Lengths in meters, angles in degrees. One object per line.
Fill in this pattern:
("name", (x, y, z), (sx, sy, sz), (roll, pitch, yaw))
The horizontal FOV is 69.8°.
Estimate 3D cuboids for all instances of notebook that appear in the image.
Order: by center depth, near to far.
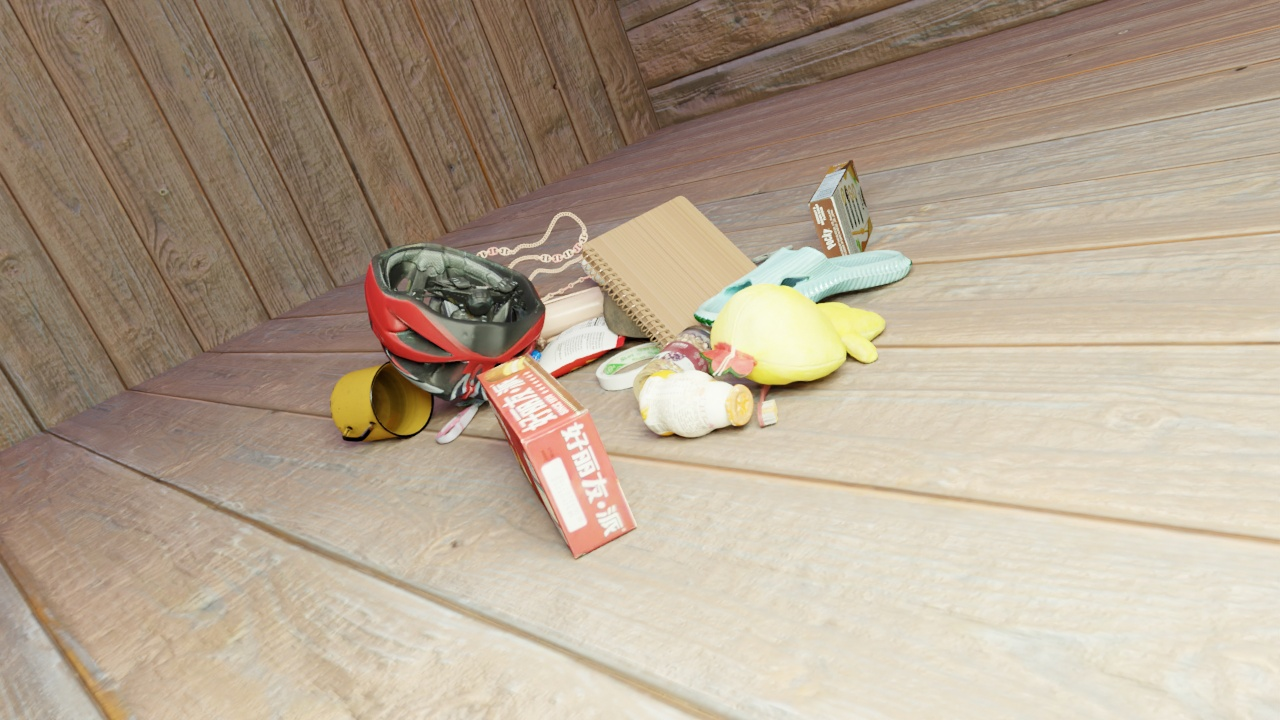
("notebook", (0.048, -0.097, 1.099), (0.168, 0.022, 0.210), (-30, 62, -22))

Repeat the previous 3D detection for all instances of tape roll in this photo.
("tape roll", (-0.006, 0.006, 1.088), (0.094, 0.018, 0.093), (-20, 17, 6))

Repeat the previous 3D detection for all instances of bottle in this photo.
("bottle", (0.052, 0.040, 0.853), (0.109, 0.063, 0.062), (-1, 27, 43))
("bottle", (0.041, 0.010, 0.959), (0.056, 0.056, 0.105), (-8, 23, 37))

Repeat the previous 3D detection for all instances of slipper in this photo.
("slipper", (0.180, -0.096, 1.028), (0.275, 0.069, 0.116), (-17, 13, -19))

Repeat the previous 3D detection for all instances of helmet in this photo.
("helmet", (-0.240, -0.061, 1.166), (0.217, 0.167, 0.272), (2, 30, -30))

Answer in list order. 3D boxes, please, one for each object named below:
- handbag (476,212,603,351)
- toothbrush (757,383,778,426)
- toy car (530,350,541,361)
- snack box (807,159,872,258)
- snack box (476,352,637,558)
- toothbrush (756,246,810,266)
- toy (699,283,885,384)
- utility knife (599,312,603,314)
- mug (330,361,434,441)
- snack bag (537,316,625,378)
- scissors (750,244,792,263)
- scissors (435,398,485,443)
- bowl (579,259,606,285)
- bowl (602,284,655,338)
("handbag", (-0.153, -0.109, 1.306), (0.198, 0.187, 0.116), (-18, 0, -2))
("toothbrush", (0.126, 0.021, 0.899), (0.016, 0.015, 0.184), (-14, 18, 14))
("toy car", (-0.172, -0.004, 1.219), (0.033, 0.062, 0.092), (-60, 11, -22))
("snack box", (0.264, -0.188, 1.197), (0.032, 0.101, 0.185), (-13, 20, 26))
("snack box", (-0.082, 0.075, 0.822), (0.060, 0.113, 0.236), (-26, 18, -12))
("toothbrush", (0.163, -0.128, 1.291), (0.168, 0.013, 0.012), (-17, 18, 22))
("toy", (0.149, -0.027, 0.881), (0.207, 0.092, 0.134), (-5, 17, -41))
("utility knife", (-0.028, -0.074, 1.284), (0.022, 0.015, 0.148), (-10, 4, 25))
("mug", (-0.345, 0.063, 1.195), (0.094, 0.100, 0.123), (-11, 35, 36))
("snack bag", (-0.083, -0.018, 1.205), (0.144, 0.039, 0.130), (-25, 19, 13))
("scissors", (0.140, -0.135, 1.334), (0.160, 0.014, 0.120), (-19, 3, 40))
("scissors", (-0.191, 0.050, 1.166), (0.175, 0.013, 0.170), (-24, 16, 24))
("bowl", (-0.040, -0.162, 1.560), (0.115, 0.050, 0.114), (-20, 18, 7))
("bowl", (0.029, -0.091, 1.184), (0.162, 0.070, 0.162), (-7, 22, 3))
